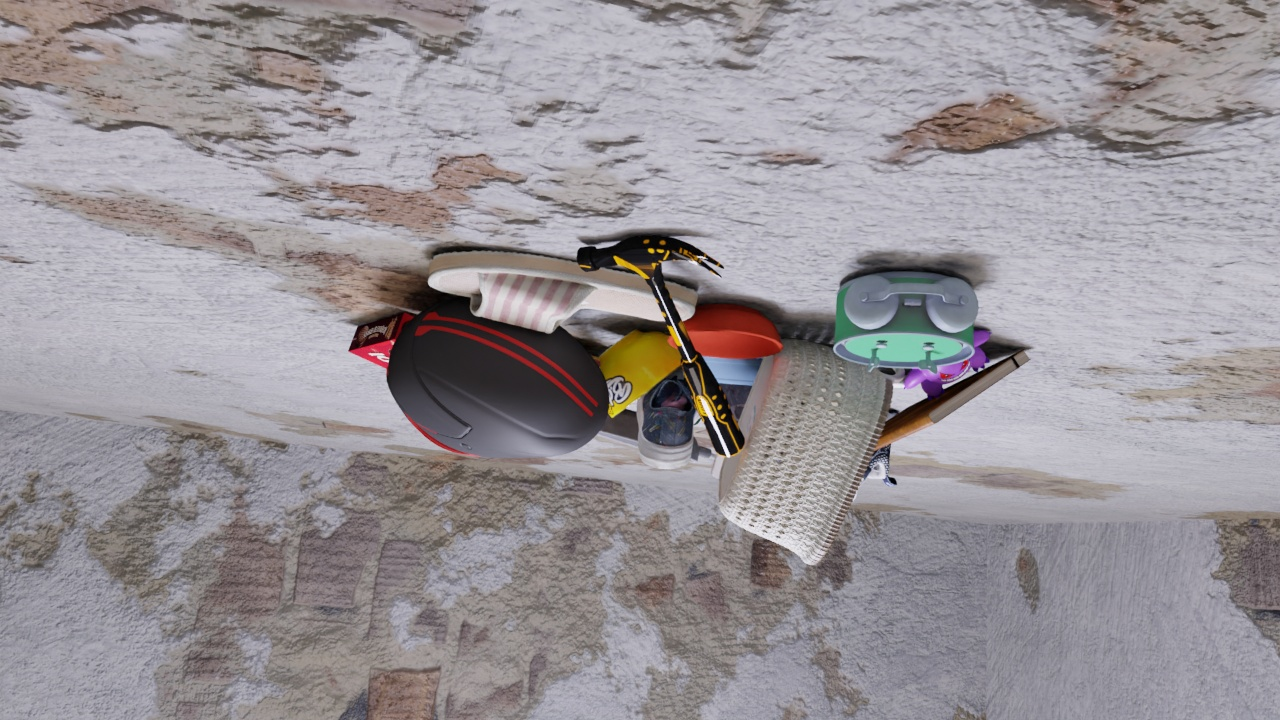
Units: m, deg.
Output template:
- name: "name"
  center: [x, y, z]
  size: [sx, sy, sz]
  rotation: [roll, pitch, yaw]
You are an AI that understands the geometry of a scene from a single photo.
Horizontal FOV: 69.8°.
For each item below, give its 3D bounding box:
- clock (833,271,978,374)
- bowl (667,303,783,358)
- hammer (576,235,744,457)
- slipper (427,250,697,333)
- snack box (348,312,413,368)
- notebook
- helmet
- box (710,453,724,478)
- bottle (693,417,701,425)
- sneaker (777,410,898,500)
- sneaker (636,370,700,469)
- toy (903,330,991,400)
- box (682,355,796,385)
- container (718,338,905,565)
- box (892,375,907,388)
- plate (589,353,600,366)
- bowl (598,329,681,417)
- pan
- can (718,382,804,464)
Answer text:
- name: "clock"
  center: [0.235, -0.035, 0.814]
  size: [0.122, 0.075, 0.161]
  rotation: [3, 167, 10]
- name: "bowl"
  center: [0.091, -0.033, 0.976]
  size: [0.122, 0.035, 0.122]
  rotation: [5, 168, 1]
- name: "hammer"
  center: [0.051, -0.003, 0.880]
  size: [0.123, 0.036, 0.321]
  rotation: [0, 143, 24]
- name: "slipper"
  center: [-0.075, -0.058, 0.894]
  size: [0.263, 0.052, 0.115]
  rotation: [7, 166, -9]
- name: "snack box"
  center: [-0.274, -0.004, 1.177]
  size: [0.152, 0.035, 0.133]
  rotation: [29, 156, -35]
- name: "notebook"
  center: [0.333, 0.063, 1.091]
  size: [0.178, 0.014, 0.250]
  rotation: [-28, 172, -24]
- name: "helmet"
  center: [-0.160, 0.016, 0.993]
  size: [0.265, 0.163, 0.170]
  rotation: [22, 152, 5]
- name: "box"
  center: [0.148, 0.099, 1.269]
  size: [0.145, 0.185, 0.096]
  rotation: [16, 126, -34]
- name: "bottle"
  center: [0.055, 0.066, 1.362]
  size: [0.061, 0.061, 0.131]
  rotation: [12, 168, -26]
- name: "sneaker"
  center: [0.297, 0.151, 1.390]
  size: [0.268, 0.132, 0.103]
  rotation: [-4, 176, -38]
- name: "sneaker"
  center: [0.036, 0.051, 1.160]
  size: [0.087, 0.079, 0.235]
  rotation: [6, -159, 4]
- name: "toy"
  center: [0.318, -0.005, 0.962]
  size: [0.106, 0.056, 0.088]
  rotation: [-35, 158, 13]
- name: "box"
  center: [0.155, -0.003, 1.130]
  size: [0.209, 0.049, 0.066]
  rotation: [4, 149, -4]
- name: "container"
  center: [0.185, 0.095, 1.045]
  size: [0.143, 0.246, 0.184]
  rotation: [19, -163, -1]
- name: "box"
  center: [0.276, 0.053, 1.215]
  size: [0.162, 0.112, 0.084]
  rotation: [15, 168, 21]
- name: "plate"
  center: [-0.135, 0.000, 1.244]
  size: [0.230, 0.021, 0.230]
  rotation: [5, 168, 1]
- name: "bowl"
  center: [-0.006, 0.006, 1.072]
  size: [0.117, 0.067, 0.117]
  rotation: [-37, 178, -1]
- name: "pan"
  center: [0.083, 0.128, 1.327]
  size: [0.357, 0.041, 0.179]
  rotation: [18, 172, -13]
- name: "can"
  center: [0.150, 0.067, 1.179]
  size: [0.130, 0.129, 0.044]
  rotation: [3, 168, 8]
